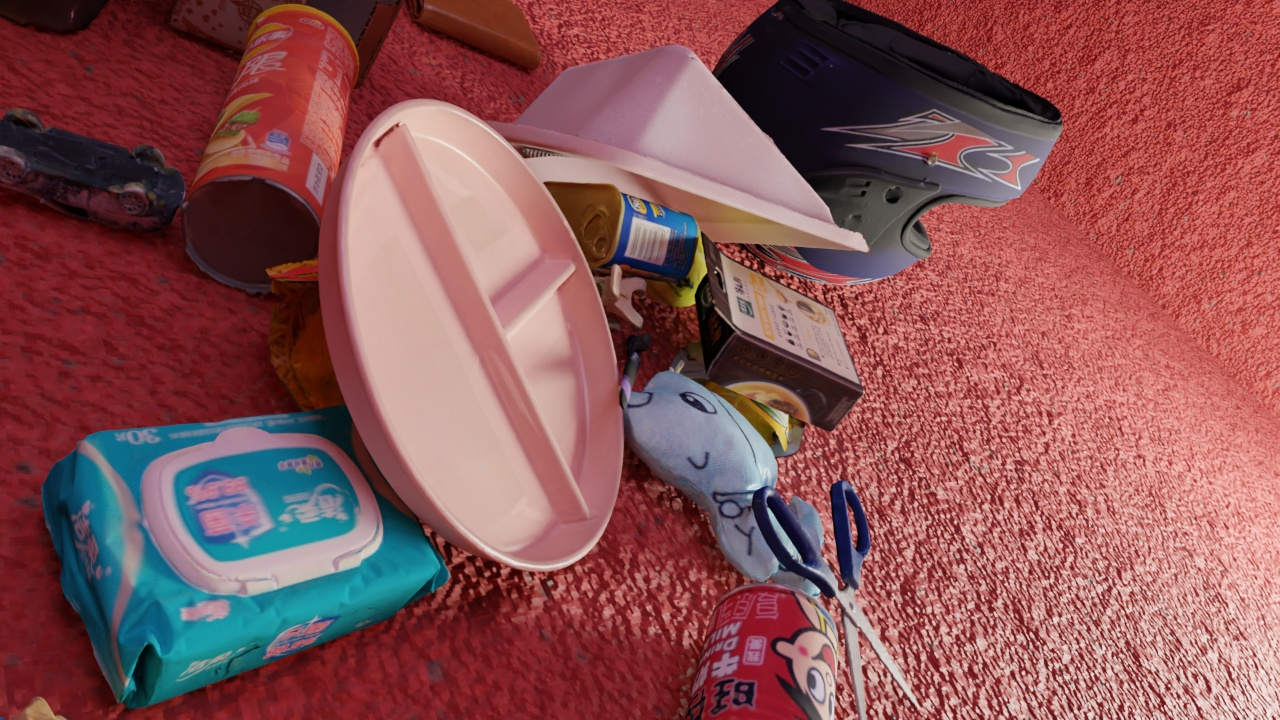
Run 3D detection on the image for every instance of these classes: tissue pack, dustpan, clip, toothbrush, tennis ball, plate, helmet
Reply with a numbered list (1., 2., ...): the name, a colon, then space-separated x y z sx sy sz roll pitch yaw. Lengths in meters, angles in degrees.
1. tissue pack: -0.145 0.066 0.351 0.133 0.050 0.093 -7 53 -52
2. dustpan: -0.007 -0.120 0.682 0.273 0.138 0.223 44 -17 -28
3. clip: -0.021 -0.045 0.614 0.070 0.034 0.100 4 -10 21
4. toothbrush: -0.003 0.003 0.569 0.189 0.017 0.014 -79 153 -78
5. tennis ball: 0.029 -0.074 0.718 0.065 0.066 0.065 27 32 -19
6. plate: -0.072 -0.011 0.444 0.229 0.028 0.229 49 33 -48
7. helmet: 0.203 -0.191 0.879 0.315 0.241 0.246 18 34 -12

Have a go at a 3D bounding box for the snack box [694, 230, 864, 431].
1. snack box: 0.088 -0.021 0.648 0.125 0.053 0.113 23 30 -15

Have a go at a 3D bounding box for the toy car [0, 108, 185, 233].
1. toy car: -0.270 -0.089 0.443 0.090 0.034 0.043 14 40 -32

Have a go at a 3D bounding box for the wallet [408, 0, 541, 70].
1. wallet: -0.167 -0.342 0.901 0.131 0.031 0.107 11 43 -40

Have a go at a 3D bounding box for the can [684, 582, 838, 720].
1. can: 0.057 0.159 0.430 0.066 0.067 0.093 36 31 -5

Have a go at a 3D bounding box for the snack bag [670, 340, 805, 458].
1. snack bag: 0.088 0.003 0.708 0.110 0.039 0.190 29 29 5

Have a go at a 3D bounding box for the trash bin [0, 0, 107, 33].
1. trash bin: -0.345 -0.331 0.503 0.199 0.220 0.198 22 35 -25

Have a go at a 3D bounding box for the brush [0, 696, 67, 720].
1. brush: -0.206 0.075 0.270 0.083 0.046 0.254 -9 60 -48

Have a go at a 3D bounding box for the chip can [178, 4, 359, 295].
1. chip can: -0.207 -0.131 0.531 0.073 0.073 0.216 21 34 -28

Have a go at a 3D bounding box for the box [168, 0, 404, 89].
1. box: -0.223 -0.302 0.641 0.148 0.182 0.146 18 37 -25

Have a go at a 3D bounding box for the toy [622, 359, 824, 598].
1. toy: 0.052 0.068 0.567 0.161 0.050 0.156 23 36 -34

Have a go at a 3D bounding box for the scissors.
1. scissors: 0.117 0.133 0.541 0.162 0.012 0.175 43 36 -26

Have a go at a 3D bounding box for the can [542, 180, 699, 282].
1. can: -0.021 -0.091 0.660 0.083 0.057 0.102 9 3 -44

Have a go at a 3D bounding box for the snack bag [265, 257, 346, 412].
1. snack bag: -0.104 -0.022 0.510 0.128 0.073 0.207 49 23 4
